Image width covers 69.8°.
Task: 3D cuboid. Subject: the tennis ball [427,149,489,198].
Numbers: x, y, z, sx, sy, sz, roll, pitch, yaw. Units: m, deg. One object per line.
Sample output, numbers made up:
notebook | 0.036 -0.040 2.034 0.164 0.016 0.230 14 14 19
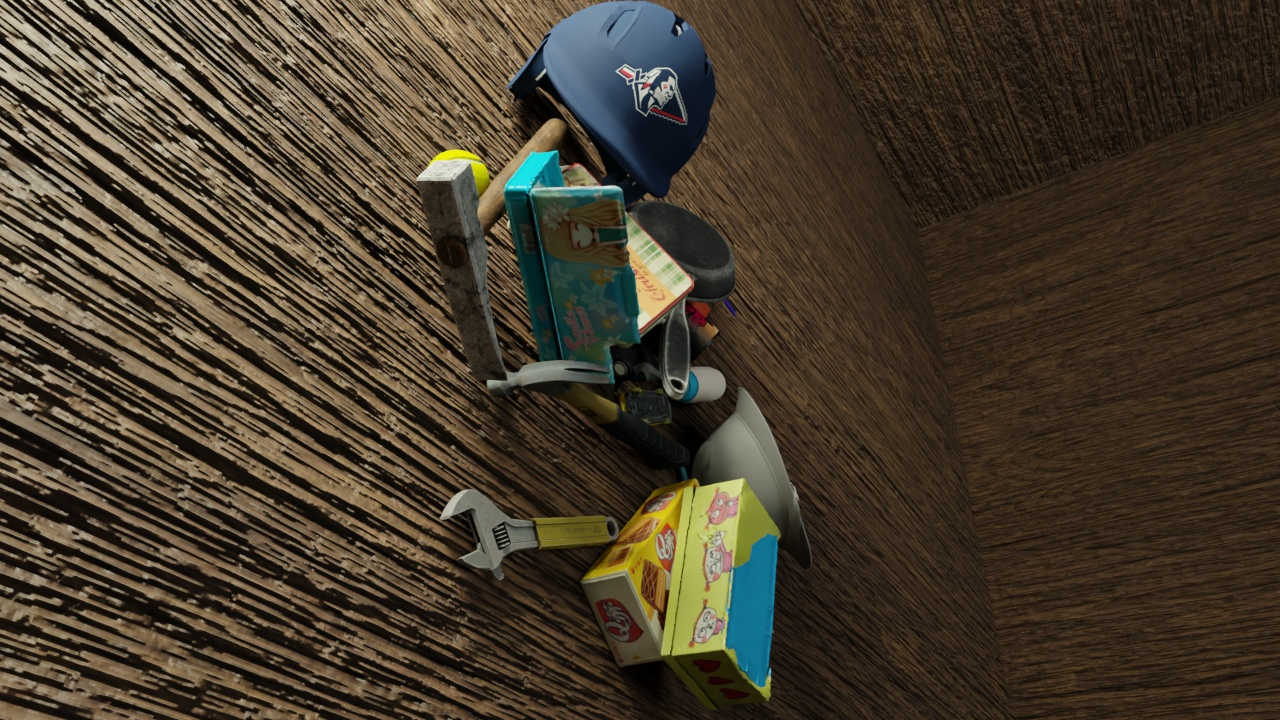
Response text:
tennis ball | -0.185 -0.178 0.924 0.065 0.065 0.065 40 40 -45

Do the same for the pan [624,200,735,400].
pan | 0.046 -0.090 1.149 0.187 0.055 0.356 19 38 -17

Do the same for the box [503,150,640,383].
box | -0.051 -0.090 0.930 0.097 0.121 0.227 -67 154 -51

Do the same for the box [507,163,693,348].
box | -0.045 -0.122 1.046 0.117 0.050 0.205 -40 87 -29

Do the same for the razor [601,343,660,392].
razor | -0.007 0.007 1.153 0.156 0.057 0.060 -7 121 -64

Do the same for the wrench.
wrench | -0.098 0.168 0.910 0.273 0.018 0.083 12 62 -59

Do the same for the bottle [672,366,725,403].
bottle | 0.070 0.034 1.275 0.146 0.051 0.051 0 72 -62

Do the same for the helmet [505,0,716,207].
helmet | -0.018 -0.314 1.109 0.232 0.224 0.271 44 31 -27

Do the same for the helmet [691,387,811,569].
helmet | 0.133 0.178 1.240 0.183 0.117 0.271 -127 -163 -73

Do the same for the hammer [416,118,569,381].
hammer | -0.126 -0.145 0.946 0.299 0.037 0.218 -66 154 -52

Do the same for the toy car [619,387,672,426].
toy car | 0.008 0.061 1.166 0.106 0.030 0.049 6 66 -59

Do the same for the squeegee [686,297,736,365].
squeegee | 0.070 -0.071 1.331 0.249 0.055 0.184 48 38 -43

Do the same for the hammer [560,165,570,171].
hammer | -0.010 -0.171 1.285 0.330 0.031 0.119 12 64 -59

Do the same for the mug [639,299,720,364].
mug | 0.035 -0.035 1.184 0.098 0.082 0.117 43 29 2

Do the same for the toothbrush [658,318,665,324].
toothbrush | -0.017 -0.058 1.123 0.154 0.015 0.022 15 37 -15

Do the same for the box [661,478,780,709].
box | 0.092 0.254 1.011 0.124 0.081 0.220 54 35 -36

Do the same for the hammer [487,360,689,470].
hammer | -0.027 0.068 1.028 0.333 0.118 0.025 38 47 -55

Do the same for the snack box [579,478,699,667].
snack box | 0.022 0.233 1.044 0.110 0.062 0.229 67 27 -9

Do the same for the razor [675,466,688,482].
razor | 0.072 0.198 1.209 0.042 0.022 0.144 133 -64 -78
